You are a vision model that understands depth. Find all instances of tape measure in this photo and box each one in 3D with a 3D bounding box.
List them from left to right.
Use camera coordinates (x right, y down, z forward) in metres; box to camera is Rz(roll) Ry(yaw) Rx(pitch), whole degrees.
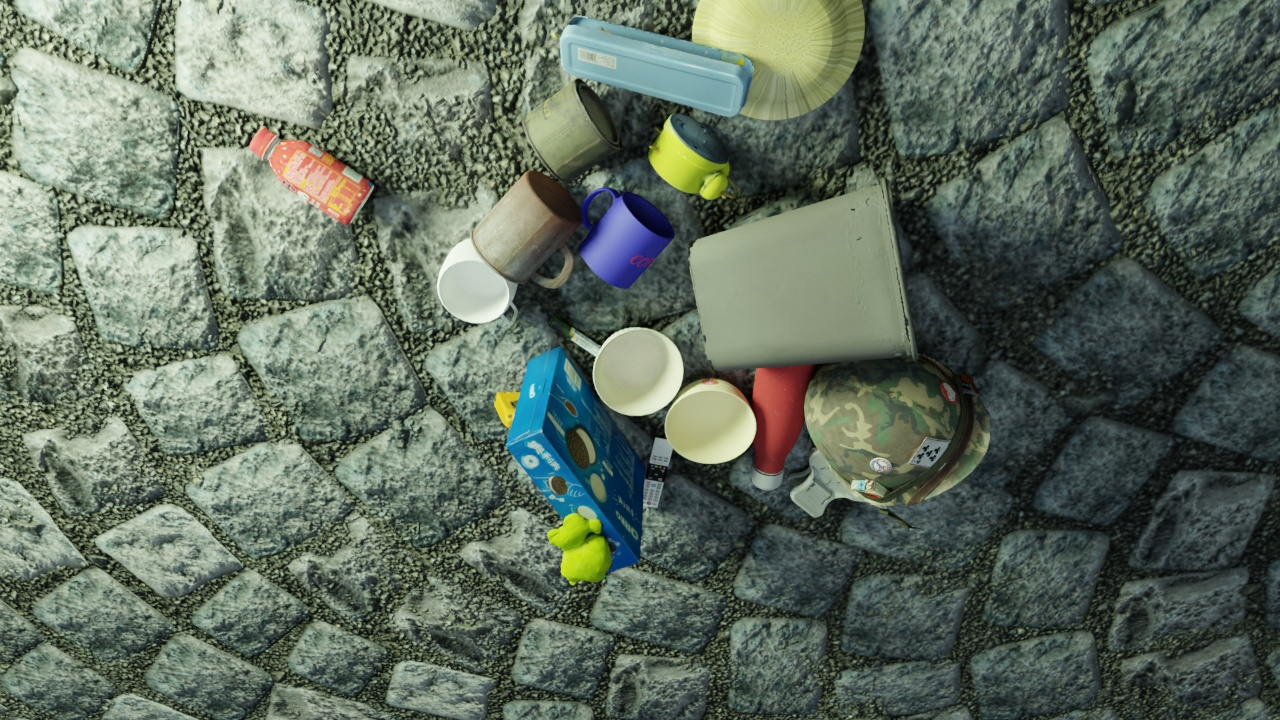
[{"bbox_3d":[-0.160,0.067,1.236,0.058,0.068,0.030,-3,124,-25],"label":"tape measure"}]

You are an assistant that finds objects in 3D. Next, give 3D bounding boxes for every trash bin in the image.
[{"bbox_3d":[0.186,-0.083,1.039,0.220,0.197,0.197,-10,94,17],"label":"trash bin"}]

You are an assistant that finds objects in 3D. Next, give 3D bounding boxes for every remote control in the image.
[{"bbox_3d":[0.023,0.160,1.314,0.028,0.011,0.124,11,122,-3],"label":"remote control"}]

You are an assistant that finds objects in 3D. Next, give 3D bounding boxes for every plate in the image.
[{"bbox_3d":[0.148,-0.343,0.979,0.184,0.036,0.185,2,122,2],"label":"plate"}]

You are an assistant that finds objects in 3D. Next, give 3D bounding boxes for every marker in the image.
[{"bbox_3d":[-0.058,-0.013,1.207,0.146,0.017,0.017,34,118,-16],"label":"marker"}]

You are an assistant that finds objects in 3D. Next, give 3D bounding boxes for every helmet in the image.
[{"bbox_3d":[0.319,0.087,1.133,0.225,0.192,0.236,18,164,36],"label":"helmet"}]

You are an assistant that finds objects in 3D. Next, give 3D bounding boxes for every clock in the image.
[{"bbox_3d":[0.064,-0.224,1.031,0.119,0.083,0.057,33,123,-13],"label":"clock"}]

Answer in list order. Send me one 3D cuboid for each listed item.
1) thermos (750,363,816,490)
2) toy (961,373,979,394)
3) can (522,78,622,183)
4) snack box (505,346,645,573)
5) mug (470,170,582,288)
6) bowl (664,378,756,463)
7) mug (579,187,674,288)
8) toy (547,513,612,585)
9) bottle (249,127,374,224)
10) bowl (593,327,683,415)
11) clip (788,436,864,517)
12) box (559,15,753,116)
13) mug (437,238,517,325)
[{"bbox_3d":[0.182,0.072,1.214,0.073,0.073,0.240,4,123,1],"label":"thermos"},{"bbox_3d":[0.412,0.070,1.224,0.090,0.070,0.103,-6,99,21],"label":"toy"},{"bbox_3d":[-0.074,-0.254,1.016,0.075,0.089,0.090,-29,116,20],"label":"can"},{"bbox_3d":[-0.074,0.127,1.191,0.056,0.195,0.239,-24,117,17],"label":"snack box"},{"bbox_3d":[-0.122,-0.146,1.081,0.123,0.096,0.110,45,119,-6],"label":"mug"},{"bbox_3d":[0.092,0.068,1.216,0.118,0.073,0.118,2,122,2],"label":"bowl"},{"bbox_3d":[-0.027,-0.154,1.090,0.111,0.079,0.084,48,116,8],"label":"mug"},{"bbox_3d":[-0.072,0.231,1.122,0.093,0.036,0.094,40,112,-13],"label":"toy"},{"bbox_3d":[-0.387,-0.220,1.073,0.137,0.061,0.062,33,118,-15],"label":"bottle"},{"bbox_3d":[-0.007,0.007,1.179,0.115,0.062,0.115,-3,108,-9],"label":"bowl"},{"bbox_3d":[0.273,0.156,1.265,0.125,0.089,0.151,40,106,-17],"label":"clip"},{"bbox_3d":[0.018,-0.320,0.991,0.210,0.052,0.067,17,151,7],"label":"box"},{"bbox_3d":[-0.192,-0.092,1.136,0.094,0.068,0.115,-31,115,20],"label":"mug"}]
